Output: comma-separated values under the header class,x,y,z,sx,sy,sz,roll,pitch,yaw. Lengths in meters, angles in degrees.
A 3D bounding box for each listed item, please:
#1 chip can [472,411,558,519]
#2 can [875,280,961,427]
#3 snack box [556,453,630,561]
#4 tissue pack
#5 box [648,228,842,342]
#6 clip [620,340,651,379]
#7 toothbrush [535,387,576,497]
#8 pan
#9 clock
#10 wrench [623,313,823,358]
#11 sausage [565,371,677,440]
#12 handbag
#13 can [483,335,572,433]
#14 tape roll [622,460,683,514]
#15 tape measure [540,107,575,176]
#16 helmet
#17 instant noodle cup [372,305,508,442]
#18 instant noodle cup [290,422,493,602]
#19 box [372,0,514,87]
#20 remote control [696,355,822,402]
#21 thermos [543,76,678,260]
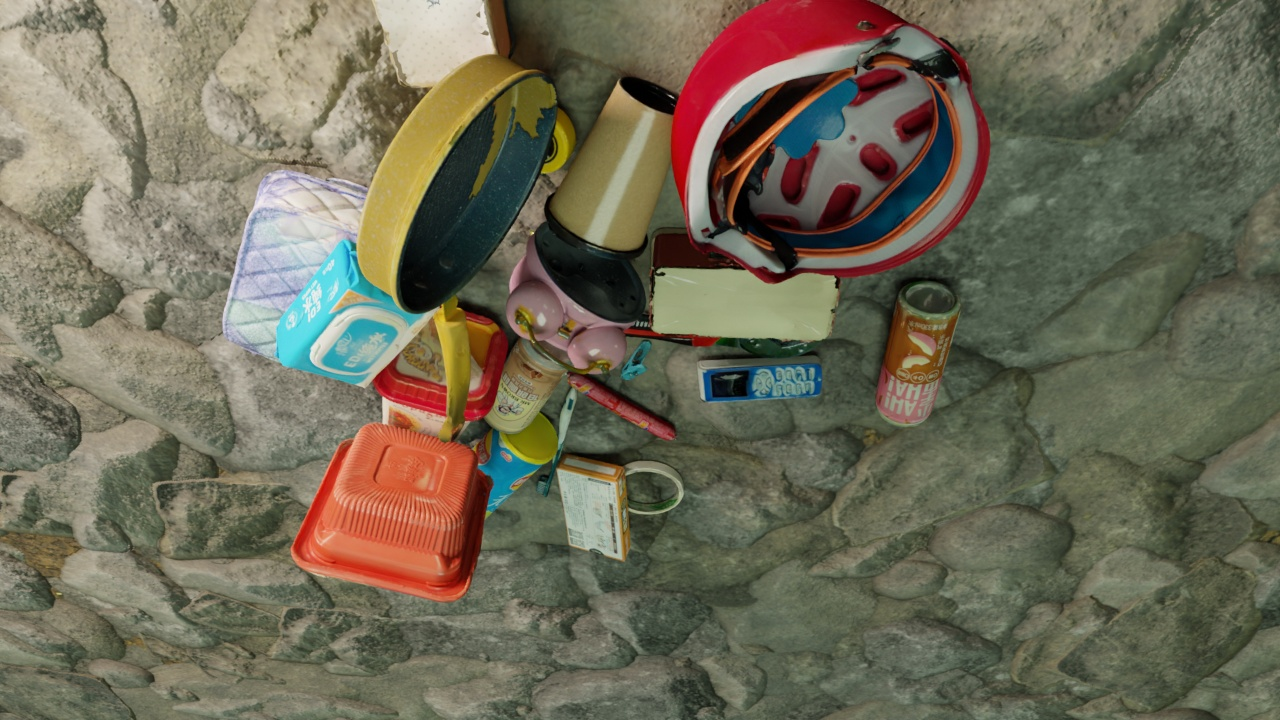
class,x,y,z,sx,sy,sz,roll,pitch,yaw
chip can,-0.178,0.136,1.034,0.071,0.071,0.211,29,128,-23
can,0.265,-0.005,0.884,0.058,0.057,0.147,1,133,3
snack box,-0.053,0.175,1.083,0.075,0.026,0.154,12,135,16
tissue pack,-0.242,-0.037,0.786,0.090,0.063,0.140,20,129,-43
box,0.091,-0.061,0.828,0.168,0.075,0.091,2,133,2
clip,-0.006,0.005,0.935,0.013,0.033,0.054,22,144,-14
toothbrush,-0.095,0.094,1.029,0.018,0.016,0.192,19,133,0
pan,-0.141,-0.064,0.718,0.078,0.197,0.359,33,132,6
clock,-0.059,-0.050,0.792,0.117,0.158,0.060,31,125,-22
wrench,0.042,-0.032,0.900,0.273,0.016,0.056,4,134,-1
sausage,-0.020,0.049,0.979,0.156,0.020,0.020,31,127,-24
handbag,-0.295,-0.078,0.837,0.134,0.075,0.194,19,133,-21
can,-0.115,0.019,0.928,0.058,0.058,0.117,23,130,-18
tape roll,0.007,0.150,1.076,0.086,0.013,0.086,2,134,2
tape measure,-0.081,-0.184,0.750,0.057,0.028,0.060,26,133,2
helmet,0.130,-0.171,0.681,0.239,0.143,0.207,13,129,-36
instant noodle cup,-0.203,0.019,0.907,0.116,0.116,0.124,17,145,-13
instant noodle cup,-0.224,0.130,0.873,0.164,0.188,0.079,15,121,-10
box,-0.145,-0.275,0.653,0.090,0.059,0.185,0,136,4
remote control,0.121,0.018,0.937,0.125,0.024,0.049,-3,133,5
thermos,-0.018,-0.152,0.746,0.093,0.092,0.144,18,123,-14
